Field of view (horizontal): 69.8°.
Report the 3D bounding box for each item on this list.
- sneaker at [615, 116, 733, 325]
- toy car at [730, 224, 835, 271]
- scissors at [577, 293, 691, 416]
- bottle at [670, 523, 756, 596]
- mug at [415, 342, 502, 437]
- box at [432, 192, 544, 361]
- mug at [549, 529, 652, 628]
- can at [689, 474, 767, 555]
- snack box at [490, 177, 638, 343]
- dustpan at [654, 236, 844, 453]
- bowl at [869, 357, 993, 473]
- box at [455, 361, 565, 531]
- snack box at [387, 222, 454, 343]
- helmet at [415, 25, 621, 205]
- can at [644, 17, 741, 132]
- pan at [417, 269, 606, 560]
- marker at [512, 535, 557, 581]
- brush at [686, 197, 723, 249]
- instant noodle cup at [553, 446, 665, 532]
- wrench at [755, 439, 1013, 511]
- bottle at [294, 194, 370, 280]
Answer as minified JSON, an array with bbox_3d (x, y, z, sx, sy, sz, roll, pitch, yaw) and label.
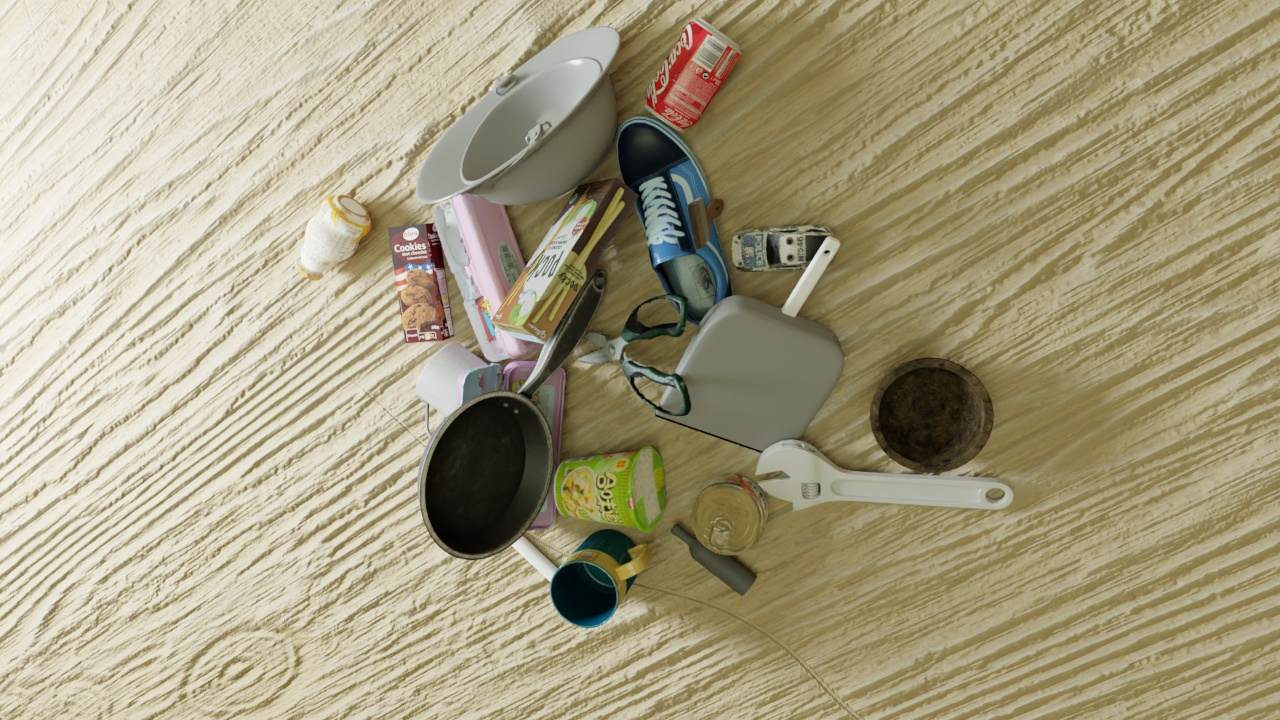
[{"bbox_3d":[0.036,-0.150,0.982,0.083,0.098,0.241,-21,95,19],"label":"sneaker"},{"bbox_3d":[0.152,-0.120,0.986,0.113,0.040,0.048,-1,100,17],"label":"toy car"},{"bbox_3d":[-0.008,0.010,1.018,0.210,0.015,0.146,-16,85,51],"label":"scissors"},{"bbox_3d":[0.083,0.231,1.084,0.113,0.030,0.030,37,108,6],"label":"bottle"},{"bbox_3d":[-0.226,0.040,1.098,0.070,0.084,0.113,36,80,9],"label":"mug"},{"bbox_3d":[-0.188,-0.095,1.072,0.103,0.086,0.202,-16,97,31],"label":"box"},{"bbox_3d":[-0.037,0.249,1.082,0.114,0.107,0.083,-27,91,19],"label":"mug"},{"bbox_3d":[0.103,0.178,1.060,0.086,0.043,0.086,3,102,16],"label":"can"},{"bbox_3d":[-0.083,-0.107,0.984,0.031,0.101,0.185,36,79,-25],"label":"snack box"},{"bbox_3d":[0.142,-0.017,0.972,0.163,0.033,0.258,20,123,-13],"label":"dustpan"},{"bbox_3d":[0.306,0.052,0.969,0.121,0.056,0.121,3,102,15],"label":"bowl"},{"bbox_3d":[-0.160,0.107,1.081,0.049,0.149,0.214,20,109,47],"label":"box"},{"bbox_3d":[-0.266,-0.094,1.115,0.051,0.031,0.141,-3,100,16],"label":"snack box"},{"bbox_3d":[-0.104,-0.229,0.991,0.271,0.183,0.117,-39,129,6],"label":"helmet"},{"bbox_3d":[0.053,-0.299,0.964,0.064,0.064,0.105,37,109,6],"label":"can"},{"bbox_3d":[-0.132,0.050,1.022,0.055,0.187,0.356,12,71,40],"label":"pan"},{"bbox_3d":[-0.156,0.228,1.158,0.141,0.020,0.020,42,109,4],"label":"marker"},{"bbox_3d":[0.070,-0.152,0.948,0.008,0.142,0.045,-7,108,18],"label":"brush"},{"bbox_3d":[-0.038,0.150,1.074,0.108,0.098,0.099,-3,101,25],"label":"instant noodle cup"},{"bbox_3d":[0.265,0.131,1.009,0.273,0.018,0.087,1,119,14],"label":"wrench"},{"bbox_3d":[-0.379,-0.148,1.120,0.063,0.063,0.109,44,110,4],"label":"bottle"}]
